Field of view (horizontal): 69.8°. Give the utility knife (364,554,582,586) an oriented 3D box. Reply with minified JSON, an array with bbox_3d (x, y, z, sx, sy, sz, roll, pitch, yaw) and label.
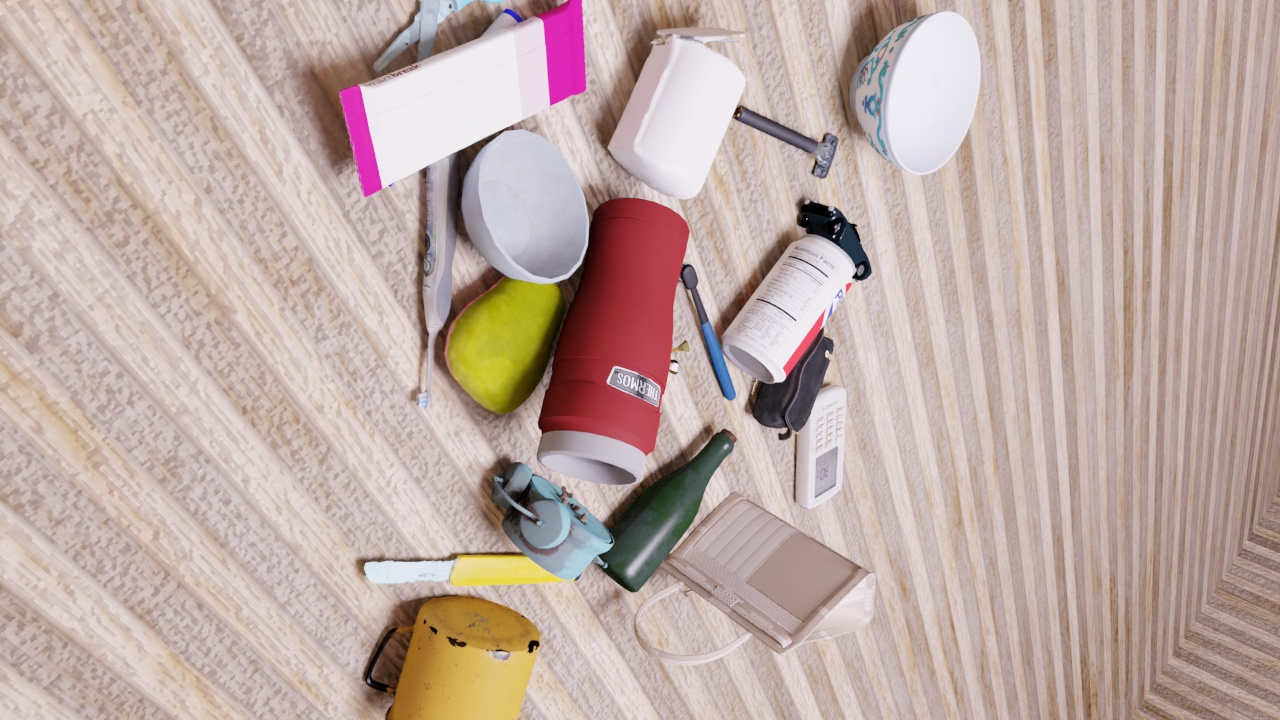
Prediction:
[{"bbox_3d":[-0.125,0.169,0.745,0.223,0.019,0.030,12,93,-49],"label":"utility knife"}]

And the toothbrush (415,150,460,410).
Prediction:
[{"bbox_3d":[-0.141,-0.052,0.635,0.024,0.022,0.186,-8,114,-41],"label":"toothbrush"}]

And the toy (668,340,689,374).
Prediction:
[{"bbox_3d":[-0.004,0.004,0.750,0.100,0.062,0.076,-19,103,-15],"label":"toy"}]

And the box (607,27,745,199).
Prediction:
[{"bbox_3d":[0.032,-0.200,0.691,0.089,0.080,0.143,26,88,-29],"label":"box"}]

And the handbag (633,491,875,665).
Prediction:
[{"bbox_3d":[0.083,0.218,0.848,0.197,0.176,0.062,-22,121,-32],"label":"handbag"}]

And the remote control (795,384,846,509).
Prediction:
[{"bbox_3d":[0.196,0.094,1.001,0.060,0.025,0.139,-22,121,-35],"label":"remote control"}]

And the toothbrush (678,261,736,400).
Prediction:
[{"bbox_3d":[0.062,-0.023,0.836,0.014,0.014,0.168,-35,132,-13],"label":"toothbrush"}]

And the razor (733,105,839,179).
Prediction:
[{"bbox_3d":[0.135,-0.200,0.823,0.144,0.022,0.043,10,100,-44],"label":"razor"}]

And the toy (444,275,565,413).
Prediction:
[{"bbox_3d":[-0.093,-0.019,0.670,0.109,0.051,0.090,-54,133,-15],"label":"toy"}]

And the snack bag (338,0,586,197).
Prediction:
[{"bbox_3d":[-0.105,-0.174,0.590,0.196,0.016,0.070,-38,142,-34],"label":"snack bag"}]

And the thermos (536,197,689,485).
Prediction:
[{"bbox_3d":[-0.025,-0.012,0.681,0.084,0.108,0.198,25,65,-33],"label":"thermos"}]

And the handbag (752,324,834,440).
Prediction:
[{"bbox_3d":[0.159,0.019,0.917,0.079,0.054,0.128,17,93,-49],"label":"handbag"}]

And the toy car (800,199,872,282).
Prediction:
[{"bbox_3d":[0.193,-0.117,0.894,0.034,0.046,0.112,-54,136,-10],"label":"toy car"}]

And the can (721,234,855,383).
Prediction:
[{"bbox_3d":[0.138,-0.048,0.856,0.132,0.070,0.070,-53,134,-12],"label":"can"}]

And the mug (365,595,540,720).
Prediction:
[{"bbox_3d":[-0.146,0.239,0.709,0.123,0.100,0.094,17,95,-4],"label":"mug"}]

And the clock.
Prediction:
[{"bbox_3d":[-0.074,0.126,0.725,0.053,0.090,0.124,-52,135,0],"label":"clock"}]

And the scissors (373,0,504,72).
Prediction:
[{"bbox_3d":[-0.131,-0.237,0.570,0.140,0.015,0.111,-54,134,-19],"label":"scissors"}]

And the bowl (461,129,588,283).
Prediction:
[{"bbox_3d":[-0.085,-0.102,0.636,0.106,0.039,0.106,17,68,-50],"label":"bowl"}]

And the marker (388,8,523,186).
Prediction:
[{"bbox_3d":[-0.125,-0.172,0.599,0.141,0.020,0.020,-53,134,-12],"label":"marker"}]

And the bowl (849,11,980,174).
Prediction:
[{"bbox_3d":[0.247,-0.253,0.865,0.143,0.074,0.144,-18,119,-36],"label":"bowl"}]

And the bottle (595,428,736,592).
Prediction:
[{"bbox_3d":[0.030,0.130,0.845,0.173,0.055,0.055,-47,133,-19],"label":"bottle"}]
